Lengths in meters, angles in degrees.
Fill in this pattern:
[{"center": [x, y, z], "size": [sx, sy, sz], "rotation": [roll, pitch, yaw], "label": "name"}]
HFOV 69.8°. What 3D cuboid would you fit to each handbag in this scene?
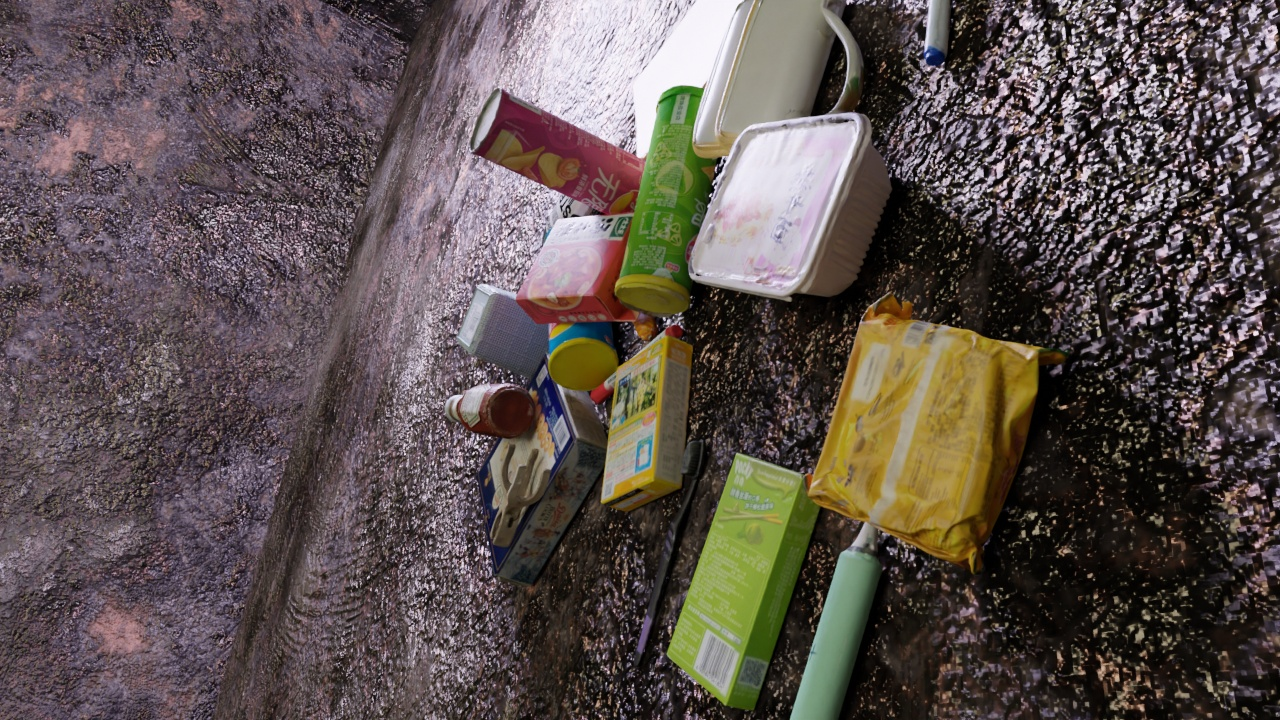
[{"center": [0.125, -0.246, 0.782], "size": [0.179, 0.063, 0.163], "rotation": [12, 84, 60], "label": "handbag"}]

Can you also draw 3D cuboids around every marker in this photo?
[{"center": [-0.005, 0.005, 0.889], "size": [0.146, 0.017, 0.017], "rotation": [-40, 38, 45], "label": "marker"}, {"center": [0.219, -0.277, 0.666], "size": [0.017, 0.017, 0.145], "rotation": [-21, 53, 57], "label": "marker"}]

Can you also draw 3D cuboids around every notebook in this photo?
[{"center": [0.054, -0.337, 1.032], "size": [0.212, 0.012, 0.149], "rotation": [-43, 37, 42], "label": "notebook"}]

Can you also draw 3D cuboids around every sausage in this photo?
[{"center": [-0.008, -0.065, 0.940], "size": [0.021, 0.021, 0.165], "rotation": [-58, 28, 22], "label": "sausage"}]

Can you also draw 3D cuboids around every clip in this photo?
[{"center": [-0.124, 0.126, 0.909], "size": [0.103, 0.035, 0.094], "rotation": [-58, 32, 36], "label": "clip"}]

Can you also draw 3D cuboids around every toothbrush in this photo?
[{"center": [0.120, 0.146, 0.536], "size": [0.027, 0.026, 0.224], "rotation": [147, 142, -83], "label": "toothbrush"}, {"center": [0.021, 0.153, 0.734], "size": [0.014, 0.016, 0.189], "rotation": [8, 80, 63], "label": "toothbrush"}]

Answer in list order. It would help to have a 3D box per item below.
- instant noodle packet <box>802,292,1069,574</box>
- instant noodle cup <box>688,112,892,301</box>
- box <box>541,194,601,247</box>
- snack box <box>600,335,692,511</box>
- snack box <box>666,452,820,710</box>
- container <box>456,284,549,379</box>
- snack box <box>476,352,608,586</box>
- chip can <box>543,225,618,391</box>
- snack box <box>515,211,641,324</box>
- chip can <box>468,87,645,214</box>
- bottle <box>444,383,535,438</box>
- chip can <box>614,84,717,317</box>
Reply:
[{"center": [0.157, 0.036, 0.502], "size": [0.111, 0.044, 0.128], "rotation": [21, 92, 37], "label": "instant noodle packet"}, {"center": [0.116, -0.109, 0.693], "size": [0.173, 0.060, 0.138], "rotation": [23, 92, 63], "label": "instant noodle cup"}, {"center": [-0.077, -0.194, 1.127], "size": [0.165, 0.060, 0.071], "rotation": [-55, 13, 27], "label": "box"}, {"center": [0.006, 0.056, 0.814], "size": [0.087, 0.033, 0.140], "rotation": [-34, 44, 50], "label": "snack box"}, {"center": [0.071, 0.146, 0.629], "size": [0.086, 0.026, 0.156], "rotation": [12, 82, 64], "label": "snack box"}, {"center": [-0.147, -0.033, 1.079], "size": [0.090, 0.111, 0.090], "rotation": [28, 97, 64], "label": "container"}, {"center": [-0.109, 0.111, 0.977], "size": [0.183, 0.045, 0.177], "rotation": [-59, 28, 19], "label": "snack box"}, {"center": [-0.067, -0.065, 0.997], "size": [0.071, 0.071, 0.209], "rotation": [-50, 32, 34], "label": "chip can"}, {"center": [-0.046, -0.093, 0.919], "size": [0.127, 0.044, 0.113], "rotation": [0, 53, 34], "label": "snack box"}, {"center": [-0.063, -0.197, 0.925], "size": [0.072, 0.210, 0.071], "rotation": [-43, 35, 42], "label": "chip can"}, {"center": [-0.178, 0.056, 1.033], "size": [0.206, 0.059, 0.059], "rotation": [-5, 67, 63], "label": "bottle"}, {"center": [0.032, -0.155, 0.872], "size": [0.073, 0.072, 0.221], "rotation": [-17, 56, 58], "label": "chip can"}]
